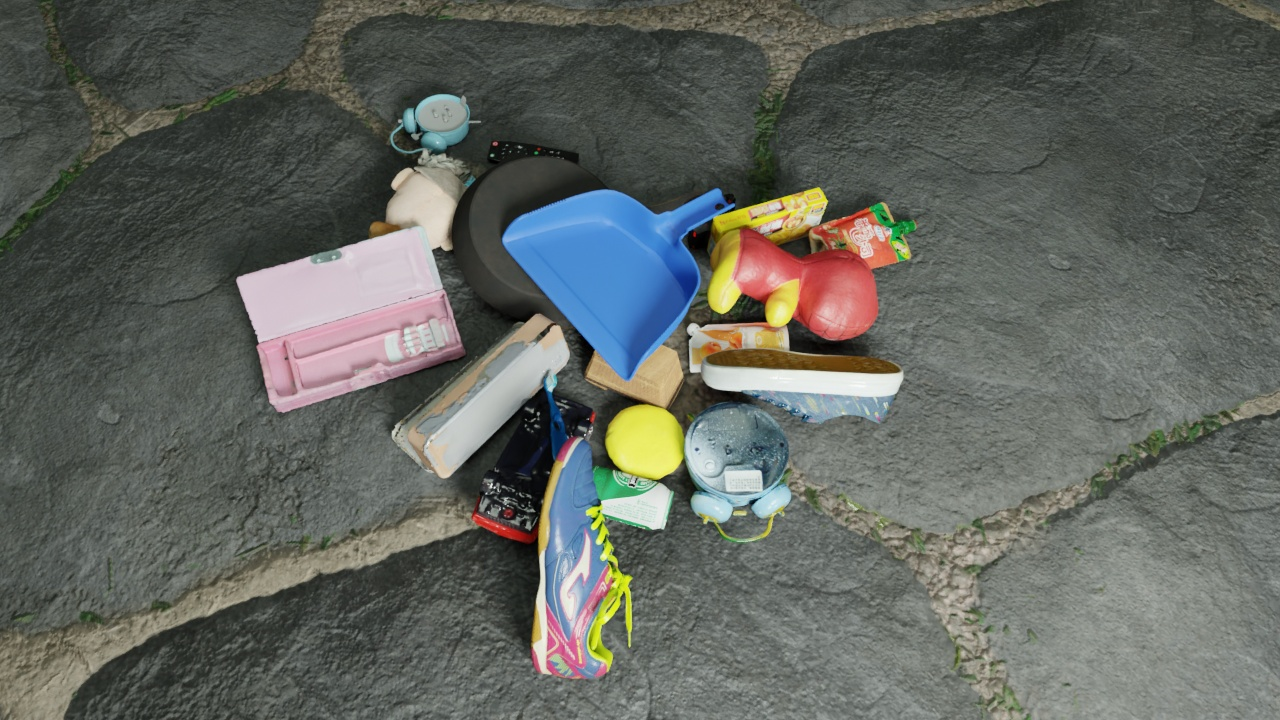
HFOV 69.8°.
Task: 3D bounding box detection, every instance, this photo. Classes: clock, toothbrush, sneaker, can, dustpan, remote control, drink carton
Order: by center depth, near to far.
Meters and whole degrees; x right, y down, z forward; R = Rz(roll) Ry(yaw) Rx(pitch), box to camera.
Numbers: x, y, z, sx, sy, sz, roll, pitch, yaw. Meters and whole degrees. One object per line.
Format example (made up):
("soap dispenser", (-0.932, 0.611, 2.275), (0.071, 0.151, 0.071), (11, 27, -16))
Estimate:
("sneaker", (-0.053, 0.200, 0.941), (0.091, 0.116, 0.241), (4, 87, 8))
("can", (-0.017, 0.152, 1.014), (0.101, 0.053, 0.053), (15, 61, 6))
("toothbrush", (-0.095, 0.066, 1.029), (0.021, 0.016, 0.132), (17, 42, -31))
("clock", (0.108, 0.124, 1.032), (0.118, 0.060, 0.161), (-2, 62, -3))
("sneaker", (0.186, 0.036, 1.074), (0.235, 0.079, 0.087), (4, 20, -1))
("dustpan", (0.009, -0.132, 1.103), (0.257, 0.060, 0.245), (-31, 67, -28))
("drink carton", (0.119, -0.017, 1.130), (0.122, 0.039, 0.069), (-2, 62, 3))
("clock", (-0.290, -0.326, 1.274), (0.123, 0.042, 0.087), (-35, 68, -21))
("remote control", (-0.148, -0.283, 1.274), (0.125, 0.010, 0.039), (7, 61, 1))

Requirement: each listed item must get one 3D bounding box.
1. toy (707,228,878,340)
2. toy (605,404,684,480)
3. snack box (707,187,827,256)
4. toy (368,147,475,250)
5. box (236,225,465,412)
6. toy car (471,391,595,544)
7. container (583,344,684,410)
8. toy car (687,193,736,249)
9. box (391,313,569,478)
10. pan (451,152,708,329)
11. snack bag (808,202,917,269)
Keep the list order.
("toy", (0.192, -0.093, 1.123), (0.216, 0.099, 0.147), (13, 44, -4))
("toy", (0.006, 0.093, 1.055), (0.094, 0.041, 0.095), (29, 59, 7))
("snack box", (0.163, -0.174, 1.191), (0.152, 0.075, 0.025), (-17, 65, -12))
("toy", (-0.275, -0.185, 1.180), (0.132, 0.076, 0.175), (46, 66, 4))
("box", (-0.347, -0.049, 1.110), (0.232, 0.059, 0.179), (-17, 80, -11))
("toy car", (-0.116, 0.115, 1.030), (0.081, 0.056, 0.188), (20, 52, 7))
("container", (-0.007, 0.006, 1.091), (0.114, 0.061, 0.063), (24, 63, 11))
("toy car", (0.098, -0.183, 1.211), (0.036, 0.042, 0.091), (40, 67, 20))
("box", (-0.180, 0.033, 1.053), (0.094, 0.108, 0.215), (43, 67, 6))
("pan", (-0.061, -0.177, 1.173), (0.355, 0.043, 0.248), (-15, 78, -20))
("snack bag", (0.301, -0.160, 1.216), (0.155, 0.044, 0.087), (-18, 74, -19))
